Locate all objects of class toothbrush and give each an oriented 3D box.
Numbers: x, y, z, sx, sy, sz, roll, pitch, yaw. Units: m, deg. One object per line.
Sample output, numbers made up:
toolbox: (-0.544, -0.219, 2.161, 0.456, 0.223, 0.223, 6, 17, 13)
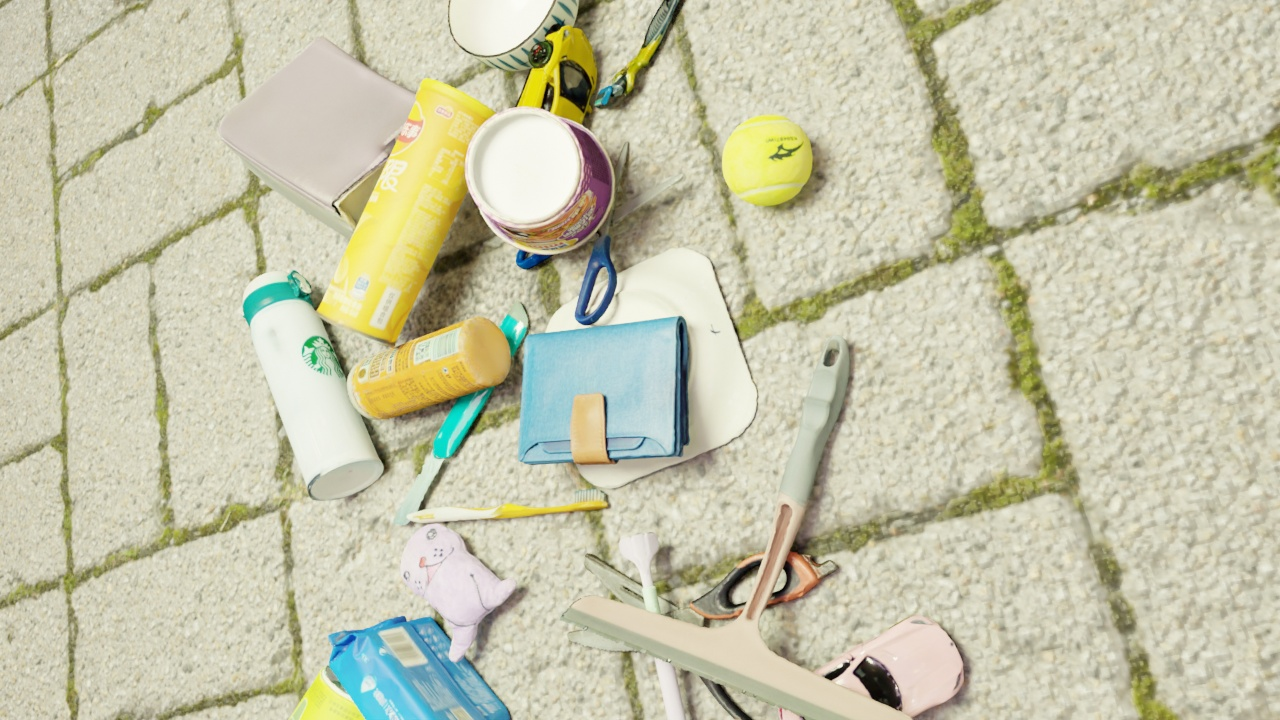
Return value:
toothbrush: (0.017, 0.217, 0.649, 0.029, 0.021, 0.189, -12, 79, -3)
toothbrush: (-0.113, 0.120, 0.749, 0.192, 0.016, 0.018, -8, 65, 24)

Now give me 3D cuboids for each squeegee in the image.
squeegee: (0.100, 0.100, 0.621, 0.248, 0.040, 0.249, 13, 74, 30)

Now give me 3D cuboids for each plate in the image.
plate: (-0.004, 0.004, 0.707, 0.164, 0.034, 0.164, -26, 71, 21)

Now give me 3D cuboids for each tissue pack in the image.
tissue pack: (-0.169, 0.263, 0.712, 0.157, 0.095, 0.052, 41, 101, 25)

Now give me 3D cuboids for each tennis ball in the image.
tennis ball: (0.092, -0.145, 0.665, 0.066, 0.065, 0.065, -5, 78, 27)

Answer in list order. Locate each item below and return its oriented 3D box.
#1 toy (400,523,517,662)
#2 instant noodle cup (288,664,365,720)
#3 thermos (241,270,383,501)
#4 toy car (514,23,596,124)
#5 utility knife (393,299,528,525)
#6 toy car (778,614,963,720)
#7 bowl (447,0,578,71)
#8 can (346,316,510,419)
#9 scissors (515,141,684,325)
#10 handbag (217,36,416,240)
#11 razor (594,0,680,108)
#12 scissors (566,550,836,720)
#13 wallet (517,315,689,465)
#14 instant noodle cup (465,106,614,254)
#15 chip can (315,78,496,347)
toy: (-0.156, 0.181, 0.750, 0.108, 0.039, 0.084, 37, 93, 27)
instant noodle cup: (-0.249, 0.318, 0.741, 0.112, 0.111, 0.123, 23, 84, 29)
thermos: (-0.306, 0.015, 0.844, 0.073, 0.073, 0.224, -37, 66, 17)
toy car: (-0.076, -0.202, 0.761, 0.041, 0.071, 0.156, 23, 91, 30)
utility knife: (-0.154, 0.049, 0.788, 0.029, 0.013, 0.223, 34, 95, 28)
toy car: (0.145, 0.208, 0.580, 0.122, 0.037, 0.056, -33, 75, 7)
bowl: (-0.101, -0.302, 0.794, 0.117, 0.066, 0.116, -6, 77, 27)
can: (-0.179, 0.009, 0.774, 0.146, 0.058, 0.058, -16, 73, 33)
scissors: (-0.035, -0.101, 0.736, 0.173, 0.012, 0.162, -24, 52, 28)
handbag: (-0.270, -0.200, 0.846, 0.197, 0.098, 0.144, 32, 79, 29)
razor: (0.009, -0.268, 0.758, 0.143, 0.022, 0.042, -58, 18, 3)
scissors: (0.047, 0.196, 0.656, 0.227, 0.015, 0.189, -33, 67, 20)
wallet: (-0.029, 0.024, 0.676, 0.133, 0.040, 0.106, -6, 74, 27)
instant noodle cup: (-0.078, -0.135, 0.680, 0.111, 0.099, 0.111, 0, 95, 3)
chip can: (-0.190, -0.120, 0.757, 0.072, 0.072, 0.213, 26, 91, 29)
